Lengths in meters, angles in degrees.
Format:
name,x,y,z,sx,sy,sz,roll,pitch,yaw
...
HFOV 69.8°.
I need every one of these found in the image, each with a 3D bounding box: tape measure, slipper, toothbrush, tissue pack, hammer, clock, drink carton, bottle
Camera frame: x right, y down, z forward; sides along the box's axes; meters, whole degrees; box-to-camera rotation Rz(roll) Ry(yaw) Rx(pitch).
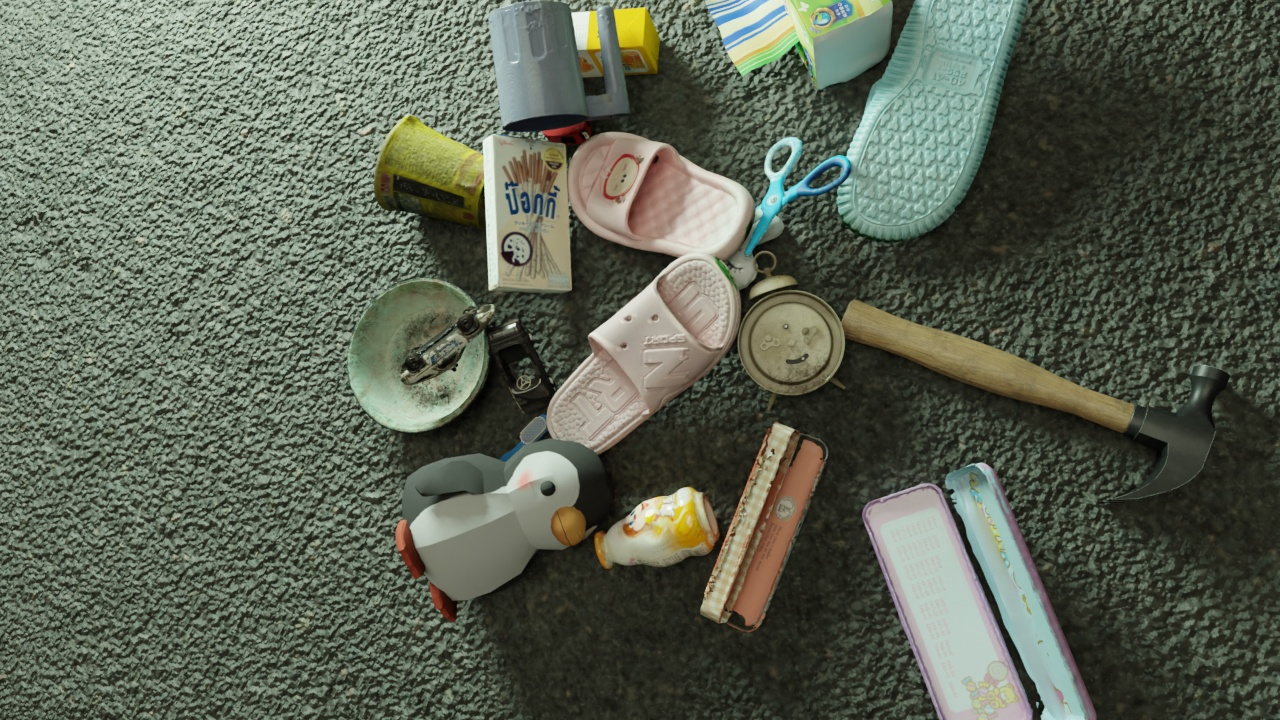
name,x,y,z,sx,sy,sz,roll,pitch,yaw
tape measure,-0.077,-0.241,0.930,0.051,0.019,0.058,-18,54,18
slipper,-0.005,0.005,0.827,0.240,0.064,0.094,-45,79,22
toothbrush,-0.149,0.115,0.904,0.167,0.014,0.016,-45,73,5
tissue pack,0.132,-0.353,0.860,0.141,0.120,0.197,-23,70,9
slipper,0.264,-0.237,0.825,0.116,0.069,0.276,21,101,13
hammer,0.318,0.020,0.787,0.306,0.040,0.132,22,84,18
slipper,0.011,-0.154,0.868,0.222,0.055,0.107,29,91,34
clock,0.130,-0.032,0.834,0.093,0.054,0.140,-17,83,6
drink carton,-0.048,-0.318,0.926,0.123,0.058,0.040,2,81,15
bottle,0.014,0.157,0.830,0.109,0.063,0.063,-20,76,12

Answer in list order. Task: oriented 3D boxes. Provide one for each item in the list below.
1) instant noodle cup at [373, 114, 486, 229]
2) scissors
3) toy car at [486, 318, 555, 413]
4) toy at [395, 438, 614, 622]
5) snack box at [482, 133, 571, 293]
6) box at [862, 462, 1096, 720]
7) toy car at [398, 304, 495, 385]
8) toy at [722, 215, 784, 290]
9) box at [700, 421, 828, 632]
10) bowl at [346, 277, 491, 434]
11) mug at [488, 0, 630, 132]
name,x,y,z,sx,sy,sz,roll,pitch,yaw
instant noodle cup,-0.198,-0.184,0.930,0.108,0.102,0.102,21,86,8
scissors,0.133,-0.145,0.829,0.113,0.013,0.140,15,68,40
toy car,-0.115,0.007,0.887,0.040,0.037,0.092,-20,109,9
toy,-0.117,0.130,0.846,0.184,0.159,0.140,-20,39,0
snack box,-0.110,-0.142,0.897,0.026,0.081,0.150,-10,81,56
box,0.277,0.199,0.752,0.140,0.062,0.214,-32,71,44
toy car,-0.181,-0.013,0.876,0.113,0.048,0.040,-36,105,6
toy,0.078,-0.096,0.867,0.076,0.037,0.125,28,84,21
box,0.109,0.148,0.809,0.076,0.055,0.187,22,88,-15
bowl,-0.217,-0.003,0.928,0.158,0.038,0.157,-3,80,14
mug,-0.077,-0.278,0.870,0.124,0.084,0.104,-9,96,-7
